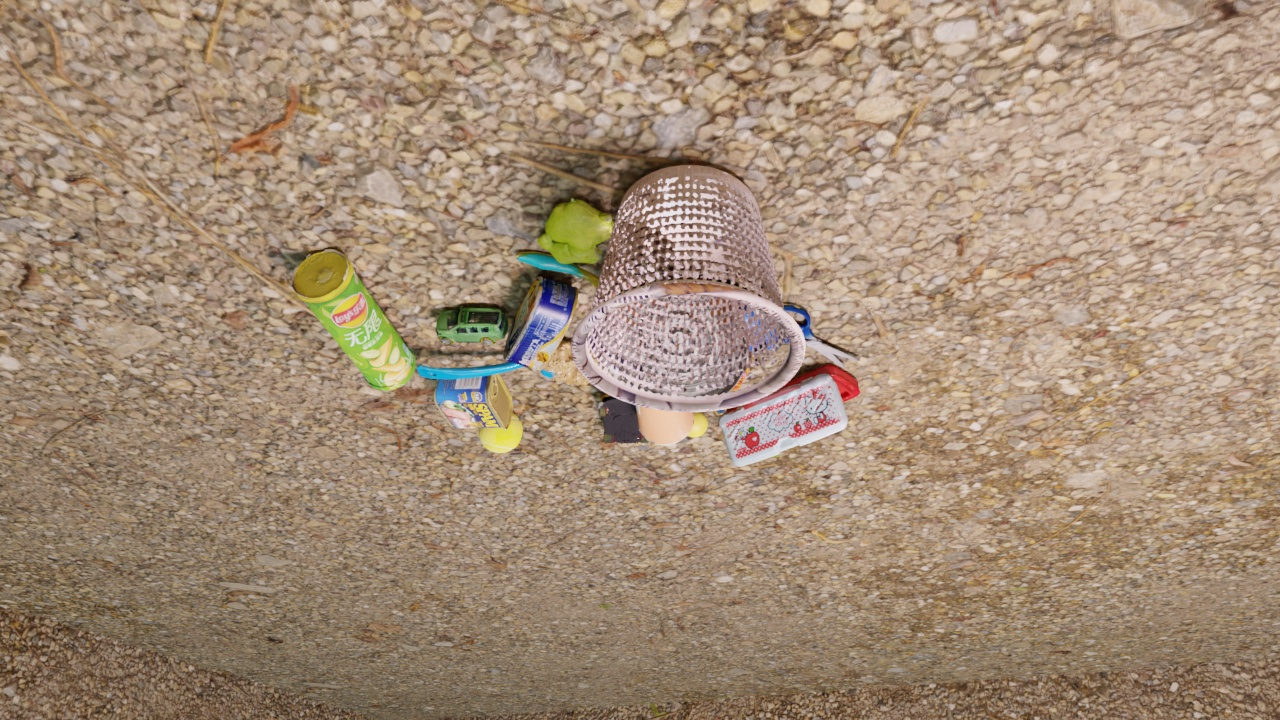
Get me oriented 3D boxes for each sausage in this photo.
[{"bbox_3d":[0.128,0.034,1.279,0.021,0.021,0.165,7,148,-8],"label":"sausage"}]

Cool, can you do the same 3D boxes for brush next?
[{"bbox_3d":[-0.170,0.009,1.226,0.254,0.045,0.083,-4,151,-1],"label":"brush"}]

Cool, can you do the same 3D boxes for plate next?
[{"bbox_3d":[0.046,-0.027,1.119,0.179,0.024,0.180,8,118,15],"label":"plate"}]

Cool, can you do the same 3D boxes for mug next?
[{"bbox_3d":[0.025,0.050,1.224,0.078,0.078,0.123,-4,145,10],"label":"mug"}]

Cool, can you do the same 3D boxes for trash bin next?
[{"bbox_3d":[0.048,-0.082,0.938,0.227,0.191,0.228,2,148,1],"label":"trash bin"}]

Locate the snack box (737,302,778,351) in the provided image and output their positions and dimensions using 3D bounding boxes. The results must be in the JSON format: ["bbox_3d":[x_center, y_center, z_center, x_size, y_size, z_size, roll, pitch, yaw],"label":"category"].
[{"bbox_3d":[0.088,-0.030,1.162,0.157,0.026,0.084,-13,144,32],"label":"snack box"}]

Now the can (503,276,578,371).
[{"bbox_3d":[-0.124,-0.044,1.123,0.049,0.074,0.149,17,144,-17],"label":"can"}]

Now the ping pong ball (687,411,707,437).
[{"bbox_3d":[0.080,0.094,1.358,0.040,0.040,0.040,2,148,1],"label":"ping pong ball"}]

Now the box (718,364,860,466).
[{"bbox_3d":[0.206,0.087,1.287,0.095,0.098,0.202,29,140,-34],"label":"box"}]

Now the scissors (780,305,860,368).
[{"bbox_3d":[0.221,-0.030,1.178,0.171,0.012,0.141,7,150,-5],"label":"scissors"}]

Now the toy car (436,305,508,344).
[{"bbox_3d":[-0.213,-0.046,1.154,0.091,0.043,0.036,-2,150,5],"label":"toy car"}]

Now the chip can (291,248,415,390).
[{"bbox_3d":[-0.349,-0.043,1.140,0.073,0.072,0.221,-4,148,9],"label":"chip can"}]

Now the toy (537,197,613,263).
[{"bbox_3d":[-0.072,-0.139,1.006,0.097,0.031,0.100,3,147,15],"label":"toy"}]

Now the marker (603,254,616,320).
[{"bbox_3d":[-0.039,-0.083,1.105,0.022,0.020,0.132,-7,151,-14],"label":"marker"}]

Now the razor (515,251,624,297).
[{"bbox_3d":[-0.082,-0.099,1.064,0.132,0.028,0.043,23,149,-3],"label":"razor"}]

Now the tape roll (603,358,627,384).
[{"bbox_3d":[-0.007,0.007,1.252,0.086,0.013,0.086,2,148,1],"label":"tape roll"}]

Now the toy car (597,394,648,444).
[{"bbox_3d":[-0.022,0.083,1.346,0.071,0.041,0.156,-1,150,4],"label":"toy car"}]

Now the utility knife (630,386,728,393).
[{"bbox_3d":[0.044,0.044,1.298,0.164,0.013,0.029,3,155,14],"label":"utility knife"}]

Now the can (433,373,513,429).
[{"bbox_3d":[-0.237,0.057,1.306,0.083,0.057,0.102,-2,147,11],"label":"can"}]

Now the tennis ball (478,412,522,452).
[{"bbox_3d":[-0.209,0.105,1.370,0.065,0.065,0.066,2,148,1],"label":"tennis ball"}]
